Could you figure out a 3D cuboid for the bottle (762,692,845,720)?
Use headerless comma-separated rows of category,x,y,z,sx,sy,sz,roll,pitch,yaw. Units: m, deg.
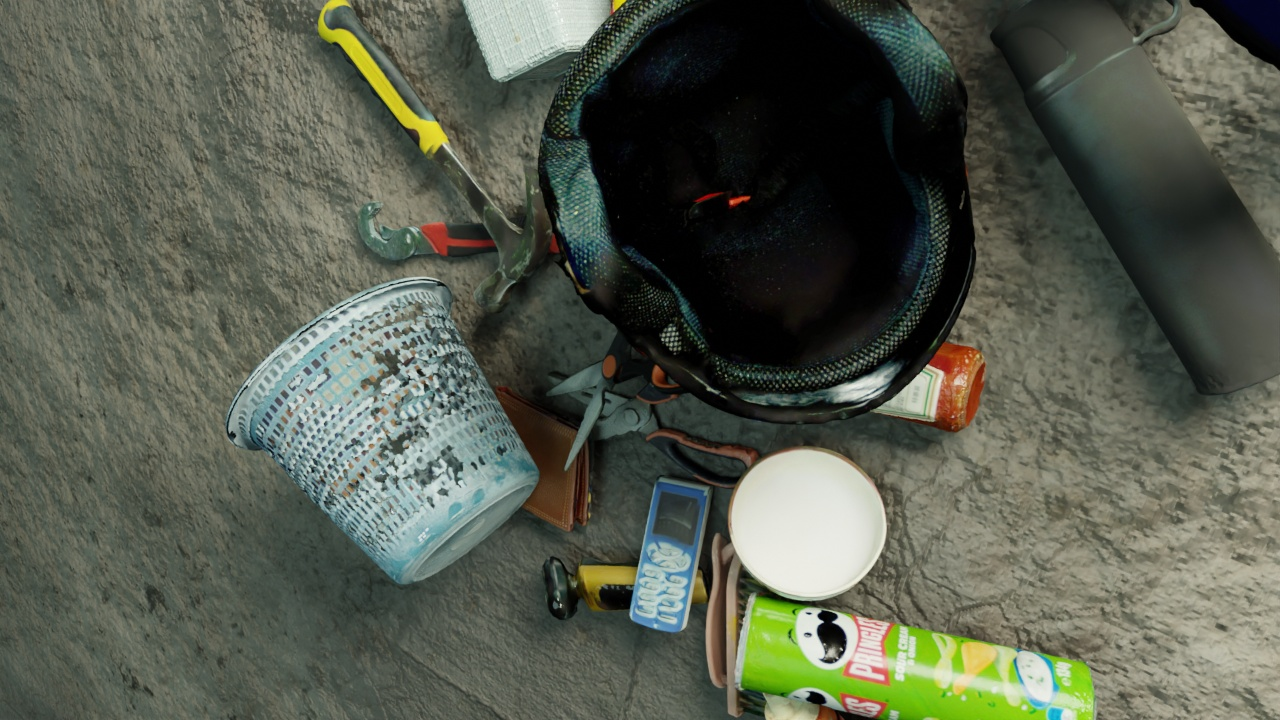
bottle,0.142,0.300,0.715,0.067,0.066,0.149,-24,113,36

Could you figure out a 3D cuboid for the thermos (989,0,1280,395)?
thermos,0.294,-0.105,0.512,0.090,0.068,0.242,-32,86,41

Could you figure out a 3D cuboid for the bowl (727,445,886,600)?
bowl,0.124,0.127,0.689,0.113,0.113,0.062,31,163,22

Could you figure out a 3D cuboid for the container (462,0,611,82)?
container,-0.080,-0.277,0.695,0.090,0.089,0.111,-11,101,35

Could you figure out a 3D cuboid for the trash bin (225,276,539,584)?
trash bin,-0.201,0.074,0.794,0.195,0.225,0.227,50,124,10

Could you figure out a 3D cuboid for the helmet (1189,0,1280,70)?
helmet,0.279,-0.282,0.362,0.240,0.247,0.316,-127,49,-59

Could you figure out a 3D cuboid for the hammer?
hammer,-0.186,-0.201,0.808,0.323,0.031,0.126,52,122,14

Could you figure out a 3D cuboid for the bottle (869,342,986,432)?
bottle,0.136,-0.001,0.656,0.206,0.059,0.060,15,112,30

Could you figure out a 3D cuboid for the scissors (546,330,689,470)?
scissors,-0.005,-0.010,0.730,0.221,0.021,0.229,7,85,53

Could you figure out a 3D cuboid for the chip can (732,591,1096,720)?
chip can,0.188,0.221,0.647,0.236,0.072,0.072,8,110,14

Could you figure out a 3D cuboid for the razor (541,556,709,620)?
razor,-0.015,0.204,0.817,0.168,0.067,0.062,-8,108,28

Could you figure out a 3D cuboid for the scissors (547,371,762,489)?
scissors,0.013,0.046,0.777,0.189,0.015,0.227,52,126,9

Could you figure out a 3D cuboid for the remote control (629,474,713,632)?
remote control,0.026,0.161,0.769,0.049,0.024,0.125,10,85,23

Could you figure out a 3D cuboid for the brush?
brush,0.088,0.213,0.750,0.073,0.063,0.146,8,108,39

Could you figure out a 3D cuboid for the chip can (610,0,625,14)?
chip can,0.028,-0.318,0.620,0.073,0.073,0.217,24,116,25

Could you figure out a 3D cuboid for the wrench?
wrench,-0.162,-0.116,0.840,0.274,0.016,0.056,7,109,32

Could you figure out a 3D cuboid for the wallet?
wallet,-0.094,0.088,0.842,0.125,0.032,0.101,22,115,37

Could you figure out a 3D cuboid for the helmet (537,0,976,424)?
helmet,0.074,-0.101,0.565,0.234,0.230,0.274,-27,94,11
